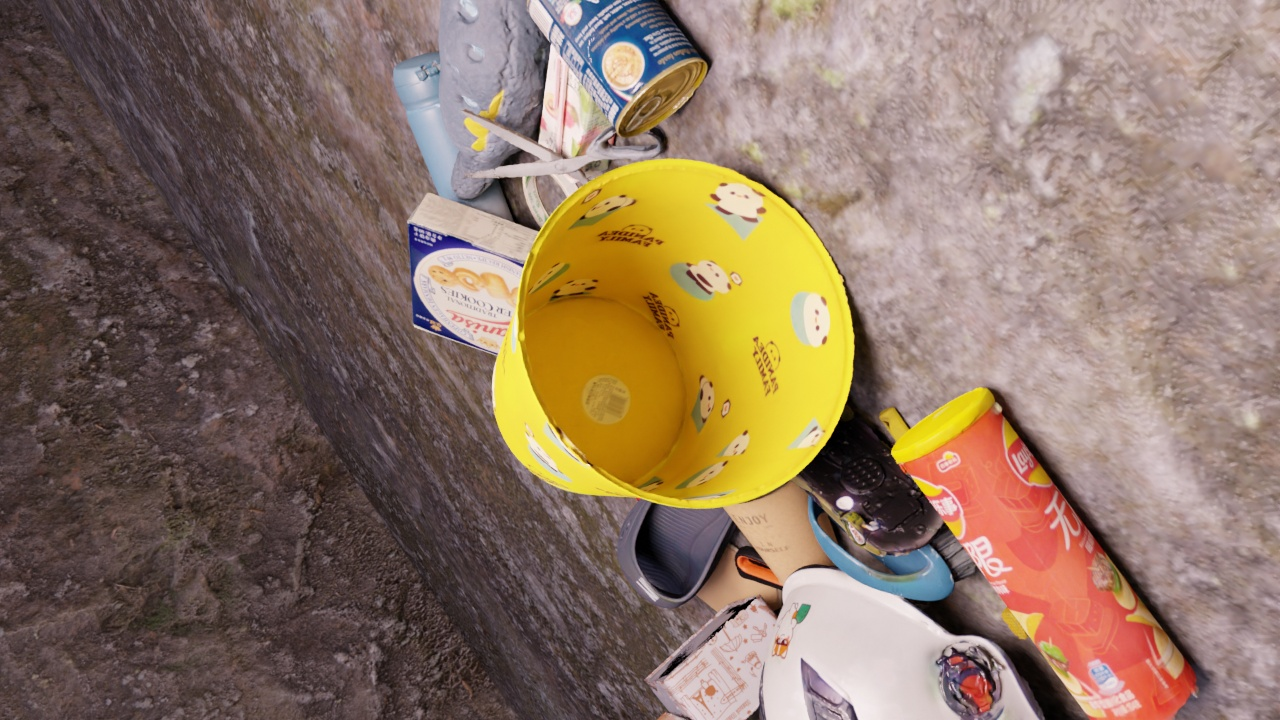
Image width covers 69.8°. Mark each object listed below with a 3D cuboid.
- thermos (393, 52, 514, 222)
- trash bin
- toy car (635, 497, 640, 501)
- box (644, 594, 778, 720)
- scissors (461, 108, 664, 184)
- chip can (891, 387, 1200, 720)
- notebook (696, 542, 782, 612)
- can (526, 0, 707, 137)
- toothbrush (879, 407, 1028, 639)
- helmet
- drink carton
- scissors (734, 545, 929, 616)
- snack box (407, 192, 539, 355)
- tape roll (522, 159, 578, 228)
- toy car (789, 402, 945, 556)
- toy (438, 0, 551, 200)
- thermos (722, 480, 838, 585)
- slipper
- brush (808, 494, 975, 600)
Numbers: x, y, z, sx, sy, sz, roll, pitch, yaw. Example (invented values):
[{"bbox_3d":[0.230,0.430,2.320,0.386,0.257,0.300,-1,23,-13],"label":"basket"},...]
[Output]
[{"bbox_3d":[-0.184,-0.199,0.933,0.070,0.070,0.220,17,133,52],"label":"thermos"},{"bbox_3d":[-0.004,0.004,0.700,0.229,0.229,0.256,57,158,0],"label":"trash bin"},{"bbox_3d":[0.013,0.143,1.001,0.049,0.031,0.106,18,124,48],"label":"toy car"},{"bbox_3d":[0.035,0.353,0.909,0.082,0.260,0.177,48,164,10],"label":"box"},{"bbox_3d":[-0.058,-0.156,0.730,0.181,0.014,0.160,32,139,-30],"label":"scissors"},{"bbox_3d":[0.247,0.123,0.568,0.216,0.073,0.073,55,153,3],"label":"chip can"},{"bbox_3d":[0.079,0.237,1.031,0.211,0.012,0.150,31,144,40],"label":"notebook"},{"bbox_3d":[-0.017,-0.219,0.624,0.111,0.075,0.075,54,153,6],"label":"can"},{"bbox_3d":[0.225,0.116,0.654,0.190,0.016,0.016,57,154,0],"label":"toothbrush"},{"bbox_3d":[0.197,0.301,0.703,0.274,0.156,0.231,40,152,-4],"label":"helmet"},{"bbox_3d":[-0.048,-0.202,0.724,0.053,0.045,0.123,48,151,17],"label":"drink carton"},{"bbox_3d":[0.181,0.232,0.845,0.225,0.021,0.205,26,144,32],"label":"scissors"},{"bbox_3d":[-0.140,-0.069,0.930,0.178,0.045,0.183,19,147,1],"label":"snack box"},{"bbox_3d":[-0.081,-0.149,0.871,0.086,0.013,0.086,39,148,30],"label":"tape roll"},{"bbox_3d":[0.151,0.083,0.660,0.158,0.070,0.042,47,165,46],"label":"toy car"},{"bbox_3d":[-0.125,-0.248,0.753,0.357,0.091,0.137,105,144,-50],"label":"toy"},{"bbox_3d":[0.114,0.122,0.772,0.093,0.092,0.143,10,134,55],"label":"thermos"},{"bbox_3d":[0.027,0.190,0.940,0.111,0.083,0.269,33,138,10],"label":"slipper"},{"bbox_3d":[0.172,0.128,0.676,0.144,0.073,0.055,38,153,52],"label":"brush"}]
